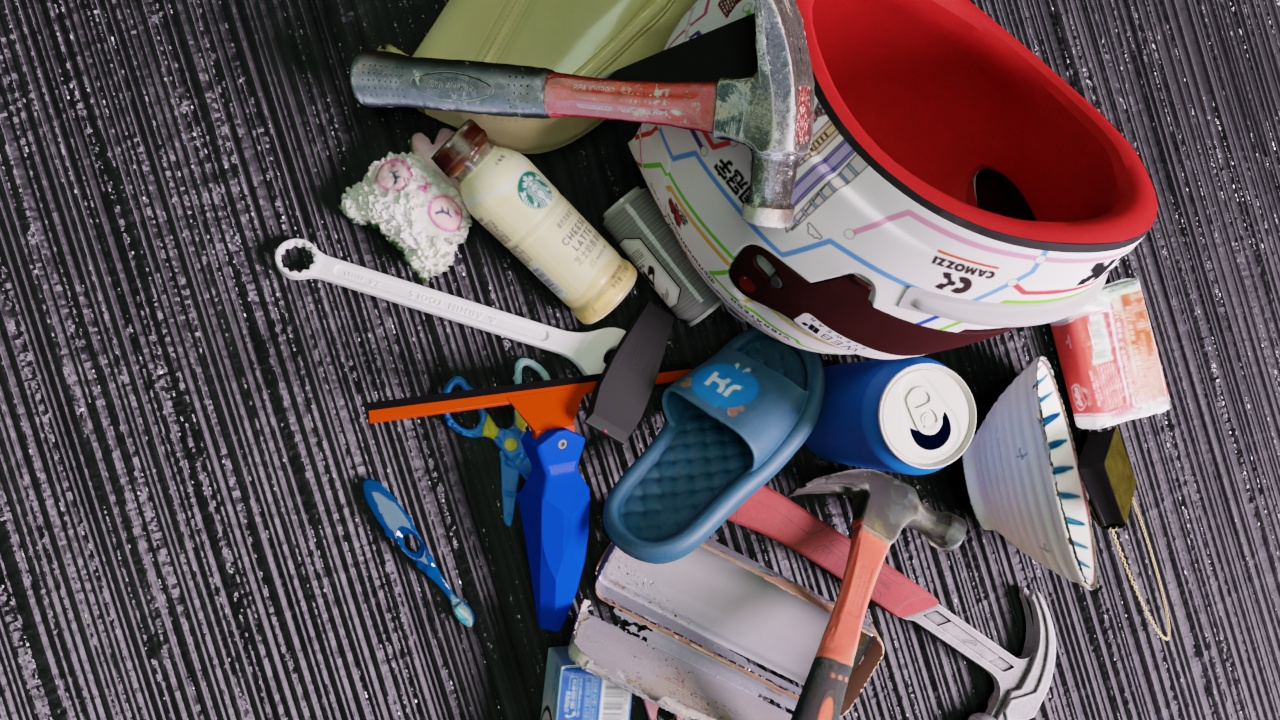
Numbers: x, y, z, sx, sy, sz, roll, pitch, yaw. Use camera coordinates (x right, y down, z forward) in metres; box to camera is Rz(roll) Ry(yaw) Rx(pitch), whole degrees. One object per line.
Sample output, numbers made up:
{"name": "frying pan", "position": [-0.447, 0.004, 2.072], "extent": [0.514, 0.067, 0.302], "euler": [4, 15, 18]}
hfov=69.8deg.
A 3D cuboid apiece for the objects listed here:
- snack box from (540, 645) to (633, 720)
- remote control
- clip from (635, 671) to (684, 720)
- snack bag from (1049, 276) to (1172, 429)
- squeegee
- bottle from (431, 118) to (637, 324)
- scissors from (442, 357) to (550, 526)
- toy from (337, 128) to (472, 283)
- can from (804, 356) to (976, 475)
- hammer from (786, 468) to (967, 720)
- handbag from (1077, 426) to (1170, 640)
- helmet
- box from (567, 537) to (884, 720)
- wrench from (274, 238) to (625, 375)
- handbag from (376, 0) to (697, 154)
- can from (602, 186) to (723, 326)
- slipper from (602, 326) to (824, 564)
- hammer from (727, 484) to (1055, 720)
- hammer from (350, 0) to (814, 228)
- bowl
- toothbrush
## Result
{"name": "snack box", "position": [-0.046, 0.324, 0.656], "extent": [0.059, 0.059, 0.226], "euler": [5, 87, -15]}
{"name": "remote control", "position": [-0.004, 0.004, 0.671], "extent": [0.039, 0.010, 0.124], "euler": [30, 53, -9]}
{"name": "clip", "position": [0.018, 0.253, 0.690], "extent": [0.037, 0.022, 0.058], "euler": [-23, 90, -8]}
{"name": "snack bag", "position": [0.389, -0.005, 0.763], "extent": [0.077, 0.036, 0.116], "euler": [-15, 90, -12]}
{"name": "squeegee", "position": [-0.062, 0.107, 0.653], "extent": [0.248, 0.055, 0.185], "euler": [-7, 107, -31]}
{"name": "bottle", "position": [-0.075, -0.099, 0.653], "extent": [0.162, 0.056, 0.056], "euler": [45, 80, -18]}
{"name": "scissors", "position": [-0.088, 0.058, 0.683], "extent": [0.104, 0.019, 0.132], "euler": [-34, 98, -9]}
{"name": "toy", "position": [-0.153, -0.123, 0.664], "extent": [0.095, 0.041, 0.108], "euler": [38, 74, -5]}
{"name": "can", "position": [0.172, 0.039, 0.664], "extent": [0.079, 0.146, 0.079], "euler": [0, 87, -11]}
{"name": "hammer", "position": [0.126, 0.220, 0.622], "extent": [0.133, 0.033, 0.332], "euler": [29, 59, -5]}
{"name": "handbag", "position": [0.401, 0.148, 0.752], "extent": [0.083, 0.028, 0.178], "euler": [-35, 104, -49]}
{"name": "helmet", "position": [0.140, -0.117, 0.616], "extent": [0.230, 0.237, 0.314], "euler": [-35, 76, -32]}
{"name": "box", "position": [0.067, 0.199, 0.653], "extent": [0.216, 0.096, 0.105], "euler": [28, 93, -3]}
{"name": "wrench", "position": [-0.130, -0.036, 0.673], "extent": [0.273, 0.009, 0.047], "euler": [18, 66, -9]}
{"name": "handbag", "position": [-0.060, -0.256, 0.670], "extent": [0.191, 0.088, 0.232], "euler": [30, 83, 7]}
{"name": "can", "position": [0.018, -0.078, 0.691], "extent": [0.044, 0.044, 0.106], "euler": [-40, 95, -10]}
{"name": "slipper", "position": [0.055, 0.052, 0.651], "extent": [0.104, 0.059, 0.213], "euler": [24, 63, 33]}
{"name": "hammer", "position": [0.192, 0.175, 0.722], "extent": [0.315, 0.036, 0.126], "euler": [35, 80, -7]}
{"name": "hammer", "position": [-0.052, -0.170, 0.552], "extent": [0.327, 0.036, 0.141], "euler": [13, 110, 29]}
{"name": "bowl", "position": [0.295, 0.090, 0.709], "extent": [0.071, 0.177, 0.177], "euler": [-14, 91, 29]}
{"name": "toothbrush", "position": [-0.160, 0.139, 0.662], "extent": [0.021, 0.016, 0.132], "euler": [-36, 95, -12]}
